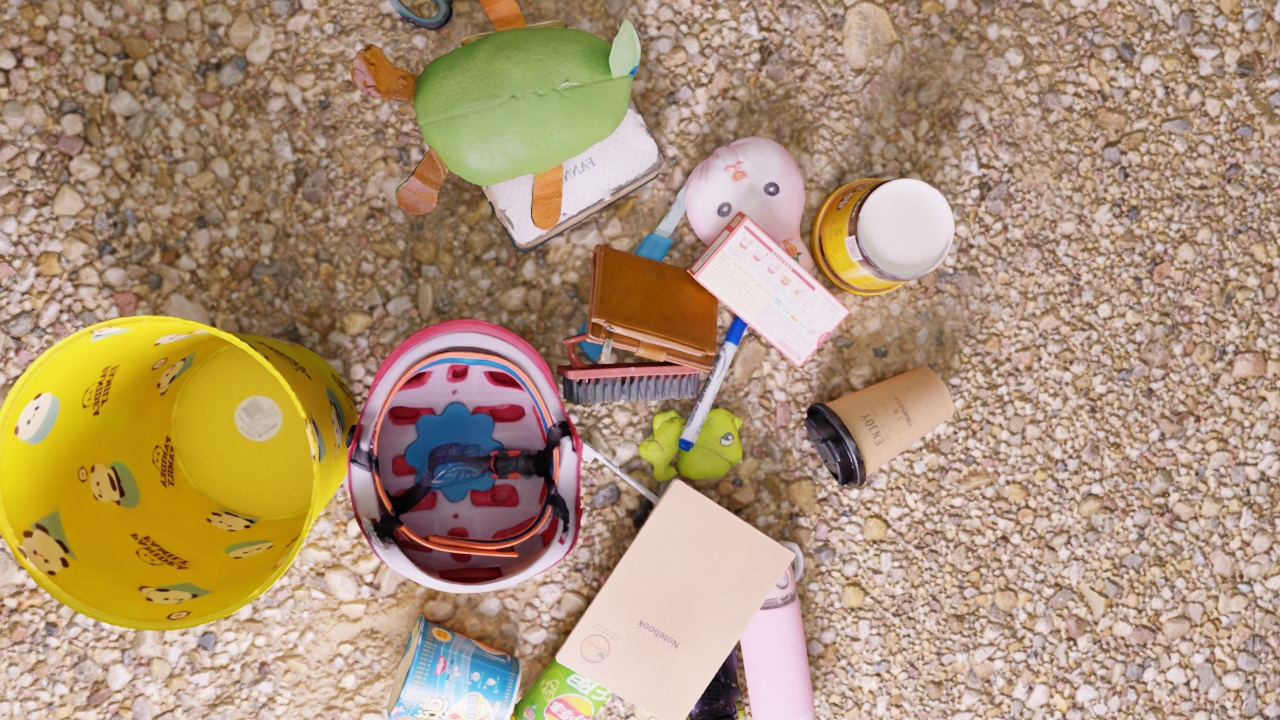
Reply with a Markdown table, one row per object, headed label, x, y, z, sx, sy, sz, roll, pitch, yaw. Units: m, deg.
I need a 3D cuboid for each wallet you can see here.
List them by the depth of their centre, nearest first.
| label | x | y | z | sx | sy | sz | roll | pitch | yaw |
| --- | --- | --- | --- | --- | --- | --- | --- | --- | --- |
| wallet | 0.013 | -0.046 | 0.878 | 0.130 | 0.035 | 0.118 | 15 | 61 | -18 |

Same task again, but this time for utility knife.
| label | x | y | z | sx | sy | sz | roll | pitch | yaw |
| --- | --- | --- | --- | --- | --- | --- | --- | --- | --- |
| utility knife | 0.003 | -0.096 | 0.920 | 0.034 | 0.018 | 0.218 | 34 | 90 | -18 |

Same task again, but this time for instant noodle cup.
| label | x | y | z | sx | sy | sz | roll | pitch | yaw |
| --- | --- | --- | --- | --- | --- | --- | --- | --- | --- |
| instant noodle cup | 0.237 | -0.123 | 0.889 | 0.118 | 0.114 | 0.118 | 0 | 94 | -4 |
| instant noodle cup | -0.179 | 0.314 | 0.900 | 0.110 | 0.099 | 0.099 | 21 | 92 | -15 |

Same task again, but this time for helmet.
| label | x | y | z | sx | sy | sz | roll | pitch | yaw |
| --- | --- | --- | --- | --- | --- | --- | --- | --- | --- |
| helmet | -0.167 | 0.089 | 0.856 | 0.206 | 0.144 | 0.240 | -2 | 85 | -20 |

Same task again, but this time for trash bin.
| label | x | y | z | sx | sy | sz | roll | pitch | yaw |
| --- | --- | --- | --- | --- | --- | --- | --- | --- | --- |
| trash bin | -0.358 | 0.075 | 0.782 | 0.229 | 0.255 | 0.229 | 0 | 93 | -5 |

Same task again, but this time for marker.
| label | x | y | z | sx | sy | sz | roll | pitch | yaw |
| --- | --- | --- | --- | --- | --- | --- | --- | --- | --- |
| marker | 0.072 | 0.023 | 0.918 | 0.017 | 0.017 | 0.145 | 26 | 78 | -6 |

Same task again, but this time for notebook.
| label | x | y | z | sx | sy | sz | roll | pitch | yaw |
| --- | --- | --- | --- | --- | --- | --- | --- | --- | --- |
| notebook | 0.035 | 0.235 | 0.879 | 0.148 | 0.008 | 0.207 | 34 | 91 | -12 |

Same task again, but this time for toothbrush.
| label | x | y | z | sx | sy | sz | roll | pitch | yaw |
| --- | --- | --- | --- | --- | --- | --- | --- | --- | --- |
| toothbrush | 0.006 | 0.140 | 0.938 | 0.180 | 0.016 | 0.016 | 38 | 98 | -6 |

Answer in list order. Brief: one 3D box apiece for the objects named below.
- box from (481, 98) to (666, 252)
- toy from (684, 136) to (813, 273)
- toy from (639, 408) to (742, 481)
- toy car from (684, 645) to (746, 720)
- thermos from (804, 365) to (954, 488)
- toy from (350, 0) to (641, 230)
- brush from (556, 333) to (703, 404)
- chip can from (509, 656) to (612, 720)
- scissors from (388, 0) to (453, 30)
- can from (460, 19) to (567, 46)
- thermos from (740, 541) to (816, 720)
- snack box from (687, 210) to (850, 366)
| label | x | y | z | sx | sy | sz | roll | pitch | yaw |
| --- | --- | --- | --- | --- | --- | --- | --- | --- | --- |
| box | -0.071 | -0.177 | 0.889 | 0.184 | 0.061 | 0.090 | -28 | 95 | 0 |
| toy | 0.114 | -0.139 | 0.912 | 0.121 | 0.054 | 0.159 | -26 | 103 | -2 |
| toy | 0.054 | 0.087 | 0.930 | 0.100 | 0.031 | 0.096 | 28 | 91 | -2 |
| toy car | 0.066 | 0.323 | 0.941 | 0.070 | 0.042 | 0.158 | -9 | 93 | -4 |
| thermos | 0.237 | 0.063 | 0.918 | 0.143 | 0.093 | 0.093 | -26 | 96 | -10 |
| toy | -0.116 | -0.225 | 0.813 | 0.246 | 0.090 | 0.227 | -15 | 107 | -7 |
| brush | -0.005 | 0.005 | 0.897 | 0.145 | 0.063 | 0.069 | -2 | 95 | -16 |
| chip can | -0.038 | 0.291 | 0.916 | 0.072 | 0.072 | 0.221 | 39 | 90 | -6 |
| scissors | -0.225 | -0.399 | 0.880 | 0.180 | 0.019 | 0.143 | 44 | 90 | -8 |
| can | -0.113 | -0.271 | 0.880 | 0.102 | 0.057 | 0.083 | -11 | 97 | -4 |
| thermos | 0.142 | 0.284 | 0.939 | 0.087 | 0.067 | 0.198 | -11 | 94 | -36 |
| snack box | 0.127 | -0.068 | 0.900 | 0.155 | 0.027 | 0.077 | 38 | 100 | -24 |
